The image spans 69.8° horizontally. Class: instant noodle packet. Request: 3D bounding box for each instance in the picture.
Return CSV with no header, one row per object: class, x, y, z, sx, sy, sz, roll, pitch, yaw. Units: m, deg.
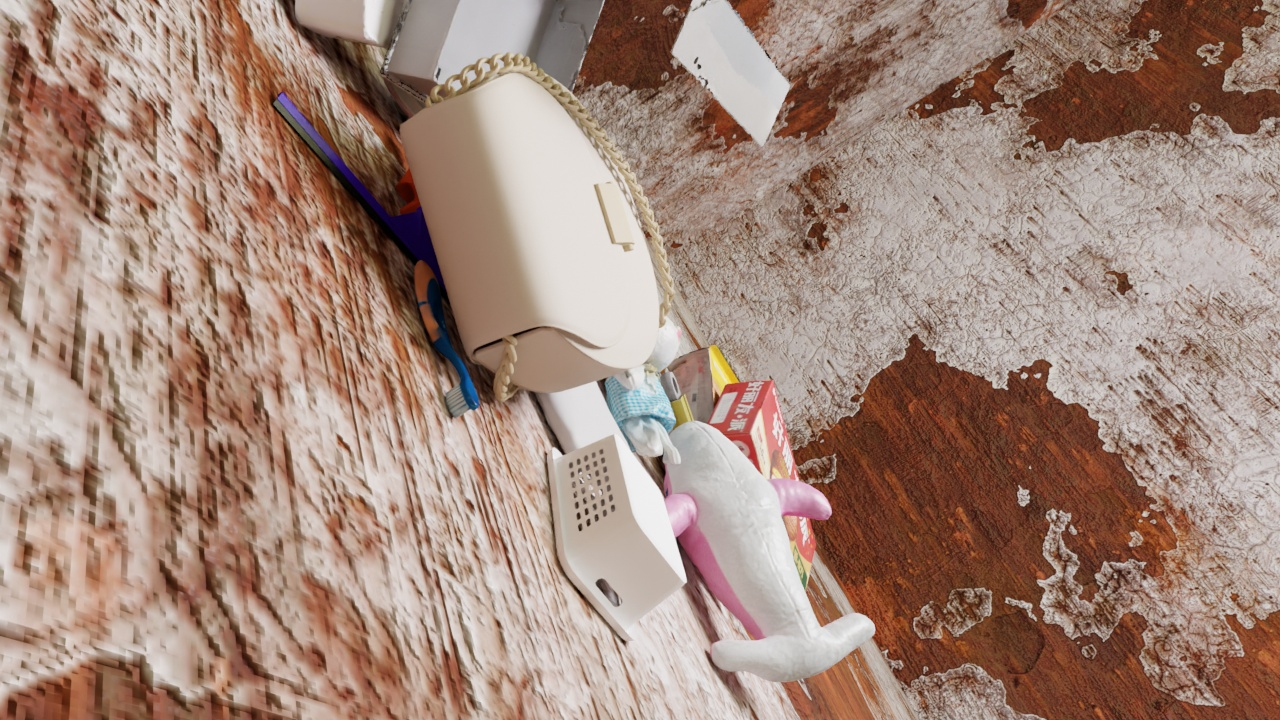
instant noodle packet,0.080,0.120,1.057,0.163,0.084,0.221,56,28,-42

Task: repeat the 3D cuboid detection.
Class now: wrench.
wrench,0.070,0.139,0.934,0.083,0.018,0.273,-47,119,-75

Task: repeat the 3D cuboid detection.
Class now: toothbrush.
toothbrush,-0.117,-0.016,0.539,0.021,0.017,0.135,56,4,-48

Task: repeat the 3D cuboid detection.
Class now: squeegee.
squeegee,-0.142,-0.126,0.654,0.249,0.055,0.184,53,17,-36

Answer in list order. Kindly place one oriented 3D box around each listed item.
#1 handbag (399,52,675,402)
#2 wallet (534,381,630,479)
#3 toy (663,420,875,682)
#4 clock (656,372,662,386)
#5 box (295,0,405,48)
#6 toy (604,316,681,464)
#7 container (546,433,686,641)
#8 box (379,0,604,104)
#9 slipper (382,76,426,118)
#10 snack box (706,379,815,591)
handbag,-0.069,-0.084,0.623,0.208,0.103,0.210,-11,83,-67
wallet,-0.053,0.039,0.700,0.086,0.032,0.116,27,32,-56
toy,0.085,0.175,0.826,0.128,0.186,0.265,108,-33,-40
clock,-0.001,0.029,0.973,0.148,0.056,0.103,69,5,-46
box,-0.249,-0.308,0.682,0.108,0.137,0.124,-96,-165,-76
toy,-0.005,0.005,0.836,0.205,0.106,0.131,62,4,32
container,-0.015,0.104,0.586,0.081,0.049,0.129,55,8,-27
box,-0.033,-0.329,0.726,0.166,0.370,0.150,19,39,-60
slipper,-0.146,-0.184,0.871,0.274,0.054,0.114,34,28,-51
snack box,0.136,0.151,1.022,0.112,0.060,0.236,-57,134,-56
